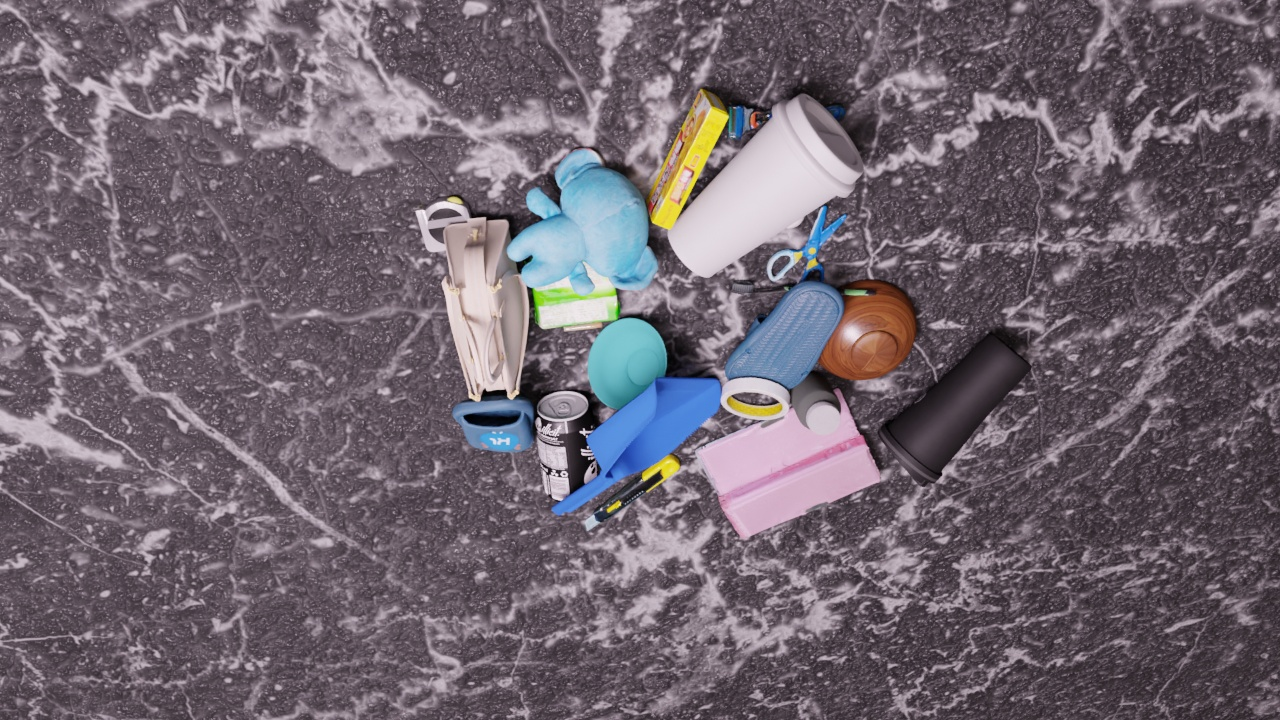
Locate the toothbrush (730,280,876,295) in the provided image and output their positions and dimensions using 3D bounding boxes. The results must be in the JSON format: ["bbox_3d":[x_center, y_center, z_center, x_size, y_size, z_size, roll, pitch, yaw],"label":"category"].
[{"bbox_3d":[0.211,-0.092,1.192,0.188,0.014,0.017,2,133,5],"label":"toothbrush"}]

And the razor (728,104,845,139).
[{"bbox_3d":[0.172,-0.288,1.084,0.141,0.018,0.044,-6,131,-5],"label":"razor"}]

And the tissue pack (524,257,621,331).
[{"bbox_3d":[-0.086,-0.089,1.177,0.114,0.034,0.100,-7,119,1],"label":"tissue pack"}]

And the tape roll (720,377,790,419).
[{"bbox_3d":[0.158,0.053,1.261,0.094,0.019,0.094,9,153,5],"label":"tape roll"}]

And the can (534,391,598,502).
[{"bbox_3d":[-0.102,0.122,1.276,0.080,0.080,0.146,-4,121,-2],"label":"can"}]

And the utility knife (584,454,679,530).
[{"bbox_3d":[-0.017,0.200,1.367,0.187,0.020,0.029,-39,114,19],"label":"utility knife"}]

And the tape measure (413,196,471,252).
[{"bbox_3d":[-0.240,-0.169,1.128,0.065,0.016,0.064,-9,122,1],"label":"tape measure"}]

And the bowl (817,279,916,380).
[{"bbox_3d":[0.303,-0.027,1.221,0.147,0.068,0.147,-2,121,-3],"label":"bowl"}]

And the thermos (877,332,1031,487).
[{"bbox_3d":[0.436,0.066,1.274,0.106,0.105,0.219,32,109,-21],"label":"thermos"}]

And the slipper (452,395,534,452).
[{"bbox_3d":[-0.190,0.093,1.210,0.104,0.059,0.214,0,160,-2],"label":"slipper"}]

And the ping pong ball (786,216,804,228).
[{"bbox_3d":[0.184,-0.183,1.135,0.040,0.040,0.040,-2,121,-3],"label":"ping pong ball"}]

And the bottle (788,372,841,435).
[{"bbox_3d":[0.237,0.059,1.242,0.060,0.108,0.060,0,110,-1],"label":"bottle"}]

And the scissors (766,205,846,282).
[{"bbox_3d":[0.210,-0.147,1.178,0.097,0.020,0.133,6,122,-11],"label":"scissors"}]

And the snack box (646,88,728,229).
[{"bbox_3d":[0.053,-0.235,1.074,0.025,0.075,0.153,19,118,-17],"label":"snack box"}]

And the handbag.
[{"bbox_3d":[-0.184,-0.042,1.092,0.101,0.197,0.195,-6,128,-3],"label":"handbag"}]

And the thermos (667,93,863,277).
[{"bbox_3d":[0.138,-0.194,1.074,0.131,0.131,0.222,37,125,-23],"label":"thermos"}]

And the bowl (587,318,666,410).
[{"bbox_3d":[-0.007,0.007,1.219,0.121,0.121,0.046,-43,155,20],"label":"bowl"}]

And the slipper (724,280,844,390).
[{"bbox_3d":[0.194,-0.029,1.215,0.104,0.059,0.214,26,132,-11],"label":"slipper"}]

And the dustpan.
[{"bbox_3d":[-0.023,0.117,1.206,0.258,0.245,0.059,-35,76,18],"label":"dustpan"}]

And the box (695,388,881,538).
[{"bbox_3d":[0.219,0.159,1.342,0.233,0.050,0.180,-26,118,11],"label":"box"}]

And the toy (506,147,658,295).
[{"bbox_3d":[-0.073,-0.149,1.097,0.180,0.115,0.183,-32,100,-14],"label":"toy"}]
